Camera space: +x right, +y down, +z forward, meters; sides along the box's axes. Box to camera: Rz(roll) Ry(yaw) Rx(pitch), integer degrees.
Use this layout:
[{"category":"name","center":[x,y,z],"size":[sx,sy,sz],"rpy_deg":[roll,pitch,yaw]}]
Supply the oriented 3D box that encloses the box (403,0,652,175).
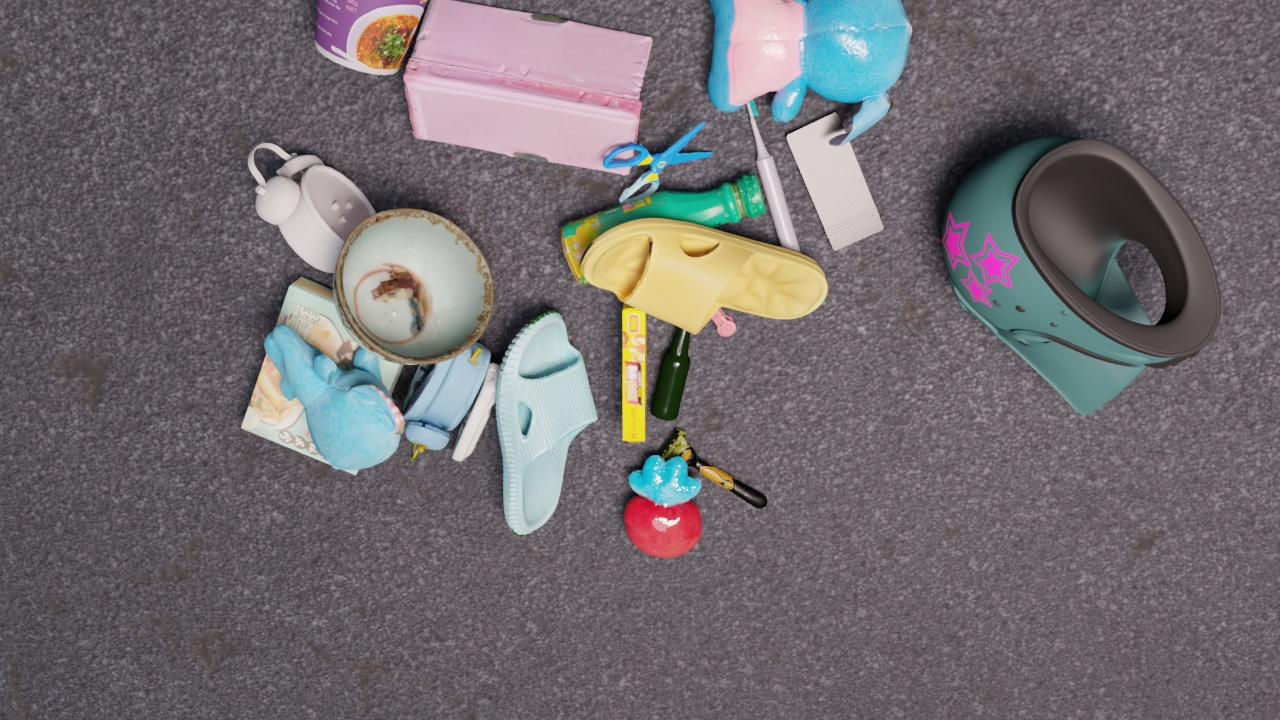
[{"category":"box","center":[-0.110,-0.280,0.936],"size":[0.232,0.115,0.107],"rpy_deg":[10,151,1]}]

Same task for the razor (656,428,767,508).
[{"category":"razor","center":[0.090,0.133,1.078],"size":[0.144,0.021,0.044],"rpy_deg":[32,109,-10]}]

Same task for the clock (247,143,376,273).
[{"category":"clock","center":[-0.335,-0.160,0.949],"size":[0.061,0.119,0.159],"rpy_deg":[-30,116,19]}]

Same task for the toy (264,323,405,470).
[{"category":"toy","center":[-0.324,0.032,0.982],"size":[0.184,0.114,0.180],"rpy_deg":[-21,107,50]}]

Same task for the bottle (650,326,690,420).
[{"category":"bottle","center":[0.039,0.006,1.027],"size":[0.033,0.033,0.123],"rpy_deg":[12,110,-1]}]

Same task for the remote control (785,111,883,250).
[{"category":"remote control","center":[0.203,-0.186,0.955],"size":[0.058,0.013,0.133],"rpy_deg":[-23,107,11]}]

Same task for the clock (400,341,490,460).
[{"category":"clock","center":[-0.223,0.035,1.011],"size":[0.060,0.118,0.162],"rpy_deg":[27,104,-19]}]

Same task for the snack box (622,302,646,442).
[{"category":"snack box","center":[-0.006,0.006,1.007],"size":[0.025,0.075,0.152],"rpy_deg":[1,110,2]}]

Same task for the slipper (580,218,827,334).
[{"category":"slipper","center":[0.072,-0.076,0.928],"size":[0.263,0.078,0.100],"rpy_deg":[8,137,-19]}]

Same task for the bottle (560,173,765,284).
[{"category":"bottle","center":[0.025,-0.141,0.955],"size":[0.210,0.068,0.068],"rpy_deg":[-17,108,10]}]

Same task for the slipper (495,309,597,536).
[{"category":"slipper","center":[-0.105,0.081,1.023],"size":[0.069,0.115,0.277],"rpy_deg":[20,119,31]}]

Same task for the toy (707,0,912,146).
[{"category":"toy","center":[0.158,-0.318,0.871],"size":[0.191,0.098,0.224],"rpy_deg":[2,103,10]}]

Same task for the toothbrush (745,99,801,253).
[{"category":"toothbrush","center":[0.139,-0.180,0.959],"size":[0.019,0.018,0.188],"rpy_deg":[-19,108,4]}]

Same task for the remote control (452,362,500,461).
[{"category":"remote control","center":[-0.182,0.061,1.032],"size":[0.022,0.050,0.134],"rpy_deg":[20,132,-13]}]

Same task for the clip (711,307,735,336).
[{"category":"clip","center":[0.083,-0.051,1.002],"size":[0.023,0.045,0.060],"rpy_deg":[-31,92,18]}]

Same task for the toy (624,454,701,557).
[{"category":"toy","center":[0.027,0.171,1.073],"size":[0.092,0.062,0.133],"rpy_deg":[1,106,-4]}]

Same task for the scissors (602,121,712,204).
[{"category":"scissors","center":[0.017,-0.198,0.941],"size":[0.125,0.016,0.123],"rpy_deg":[-12,155,-21]}]

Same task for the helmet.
[{"category":"helmet","center":[0.409,-0.081,0.880],"size":[0.176,0.200,0.275],"rpy_deg":[-39,87,-5]}]

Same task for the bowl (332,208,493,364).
[{"category":"bowl","center":[-0.241,-0.064,0.929],"size":[0.160,0.159,0.094],"rpy_deg":[50,145,-13]}]

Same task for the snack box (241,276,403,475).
[{"category":"snack box","center":[-0.356,0.020,1.052],"size":[0.141,0.044,0.194],"rpy_deg":[24,109,-8]}]

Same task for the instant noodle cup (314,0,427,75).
[{"category":"instant noodle cup","center":[-0.253,-0.345,0.879],"size":[0.137,0.121,0.122],"rpy_deg":[36,121,19]}]
